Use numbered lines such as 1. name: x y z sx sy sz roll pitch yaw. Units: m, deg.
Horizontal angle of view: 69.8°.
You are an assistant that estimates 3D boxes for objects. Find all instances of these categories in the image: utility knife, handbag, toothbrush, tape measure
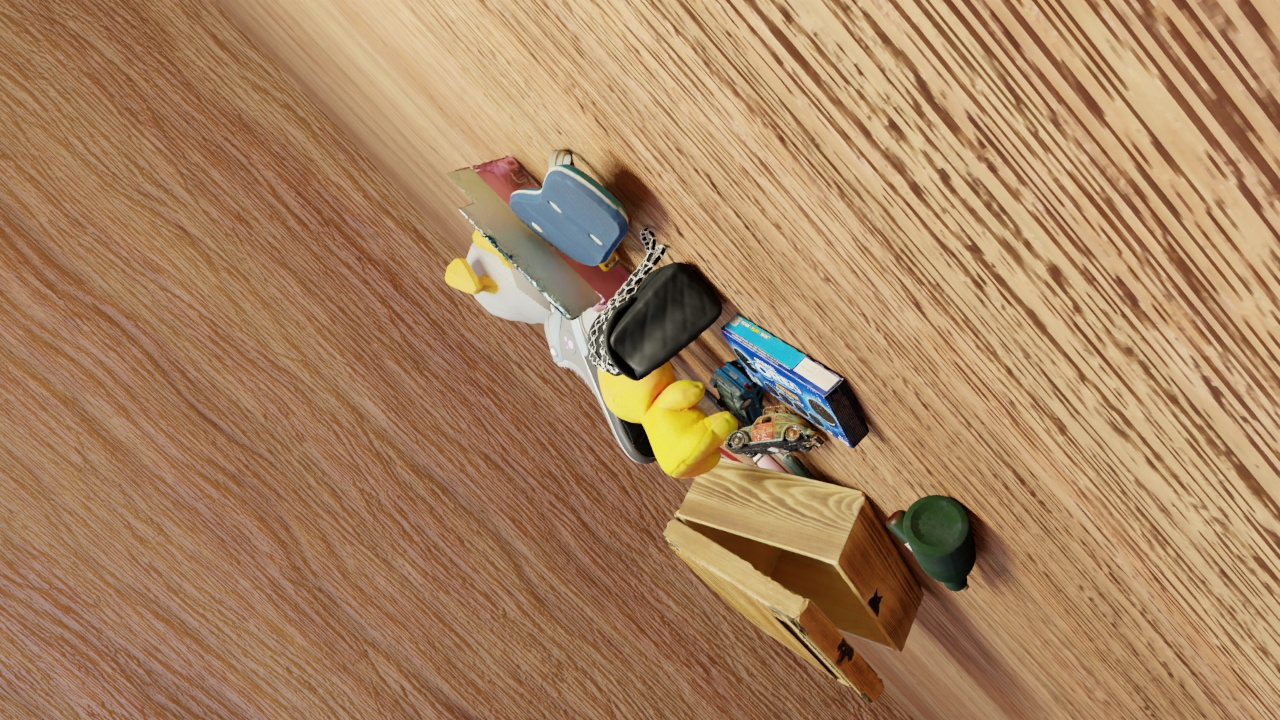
1. utility knife: 0.248 0.182 1.218 0.169 0.015 0.022 44 172 -10
2. handbag: -0.006 -0.047 0.913 0.114 0.125 0.154 47 173 -11
3. toothbrush: 0.190 0.161 1.286 0.222 0.026 0.027 44 144 9
4. tape measure: -0.057 -0.141 1.049 0.059 0.030 0.068 51 178 -42

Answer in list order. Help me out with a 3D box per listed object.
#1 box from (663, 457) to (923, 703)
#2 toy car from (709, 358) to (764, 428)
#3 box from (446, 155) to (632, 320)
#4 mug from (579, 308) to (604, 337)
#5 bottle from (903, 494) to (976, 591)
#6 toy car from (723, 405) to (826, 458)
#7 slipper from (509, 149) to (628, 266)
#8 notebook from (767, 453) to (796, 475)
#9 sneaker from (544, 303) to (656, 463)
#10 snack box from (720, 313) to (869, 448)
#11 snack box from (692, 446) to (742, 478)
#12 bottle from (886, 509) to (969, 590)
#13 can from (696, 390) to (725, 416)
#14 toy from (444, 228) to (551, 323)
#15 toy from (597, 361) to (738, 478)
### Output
1. box: 0.188 0.275 1.176 0.248 0.175 0.279 12 153 40
2. toy car: 0.114 0.039 1.039 0.056 0.043 0.120 42 170 25
3. box: -0.123 -0.139 1.061 0.230 0.035 0.159 45 -147 6
4. mug: -0.027 -0.041 1.165 0.070 0.084 0.113 -163 67 -71
5. bottle: 0.283 0.180 0.847 0.055 0.055 0.174 40 172 37
6. toy car: 0.147 0.077 1.006 0.112 0.047 0.047 -10 152 27
7. slipper: -0.059 -0.152 0.907 0.118 0.060 0.295 43 171 -11
8. notebook: 0.217 0.174 1.356 0.141 0.008 0.209 42 172 25
9. sneaker: -0.057 0.028 1.281 0.161 0.092 0.256 -20 89 54
10. snack box: 0.139 0.016 0.840 0.150 0.027 0.082 36 168 50
11. snack box: 0.146 0.185 1.372 0.236 0.060 0.113 34 175 -8
12. bottle: 0.302 0.200 0.959 0.106 0.025 0.025 45 173 6
13. can: 0.094 0.076 1.368 0.086 0.043 0.086 46 172 8
14. toy: -0.200 -0.140 1.496 0.247 0.141 0.267 41 -171 18
15. toy: 0.017 0.054 1.076 0.194 0.087 0.135 50 154 12
